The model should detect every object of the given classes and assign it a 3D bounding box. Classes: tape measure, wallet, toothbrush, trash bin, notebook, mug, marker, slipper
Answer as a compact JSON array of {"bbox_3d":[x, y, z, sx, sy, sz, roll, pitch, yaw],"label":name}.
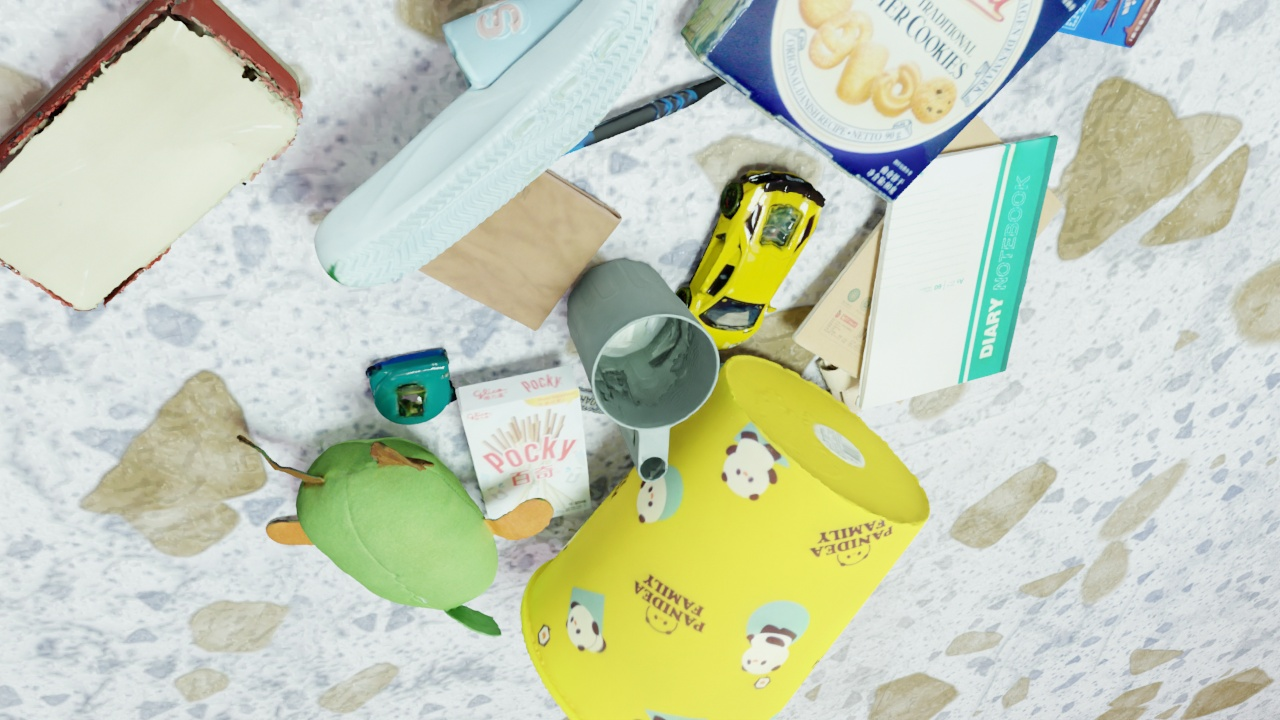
[{"bbox_3d":[-0.160,0.021,0.644,0.058,0.025,0.055,-11,129,-13],"label":"tape measure"},{"bbox_3d":[-0.085,-0.081,0.597,0.115,0.020,0.101,26,113,-33],"label":"wallet"},{"bbox_3d":[0.012,-0.156,0.569,0.189,0.016,0.014,-24,128,-7],"label":"toothbrush"},{"bbox_3d":[0.068,0.150,0.711,0.229,0.229,0.256,20,115,-33],"label":"trash bin"},{"bbox_3d":[0.227,-0.071,0.718,0.147,0.008,0.208,26,106,-36],"label":"notebook"},{"bbox_3d":[-0.004,0.004,0.628,0.083,0.103,0.124,-5,119,-14],"label":"mug"},{"bbox_3d":[-0.030,0.034,0.713,0.145,0.017,0.017,13,121,-30],"label":"marker"},{"bbox_3d":[0.191,-0.005,0.766,0.087,0.024,0.115,-25,133,0],"label":"wallet"},{"bbox_3d":[-0.085,-0.137,0.502,0.245,0.074,0.104,-42,174,-2],"label":"slipper"},{"bbox_3d":[0.245,-0.065,0.718,0.150,0.012,0.209,-13,124,-19],"label":"notebook"}]

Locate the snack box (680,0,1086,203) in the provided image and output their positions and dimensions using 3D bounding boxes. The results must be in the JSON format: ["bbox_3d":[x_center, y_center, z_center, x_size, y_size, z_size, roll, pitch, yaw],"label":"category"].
[{"bbox_3d":[0.148,-0.208,0.538,0.177,0.045,0.183,25,119,-33],"label":"snack box"}]

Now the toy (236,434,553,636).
[{"bbox_3d":[-0.176,0.118,0.673,0.227,0.089,0.247,-3,141,14],"label":"toy"}]

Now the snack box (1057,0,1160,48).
[{"bbox_3d":[0.278,-0.258,0.591,0.157,0.026,0.085,2,128,-23],"label":"snack box"}]

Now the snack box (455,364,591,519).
[{"bbox_3d":[-0.085,0.071,0.700,0.084,0.026,0.157,-12,139,-9],"label":"snack box"}]

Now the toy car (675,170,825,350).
[{"bbox_3d":[0.076,-0.065,0.659,0.071,0.041,0.156,10,124,-28],"label":"toy car"}]

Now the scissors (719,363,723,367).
[{"bbox_3d":[0.028,0.005,0.711,0.133,0.017,0.057,0,120,-20],"label":"scissors"}]

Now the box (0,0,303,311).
[{"bbox_3d":[-0.258,-0.103,0.469,0.168,0.076,0.091,-37,131,10],"label":"box"}]
